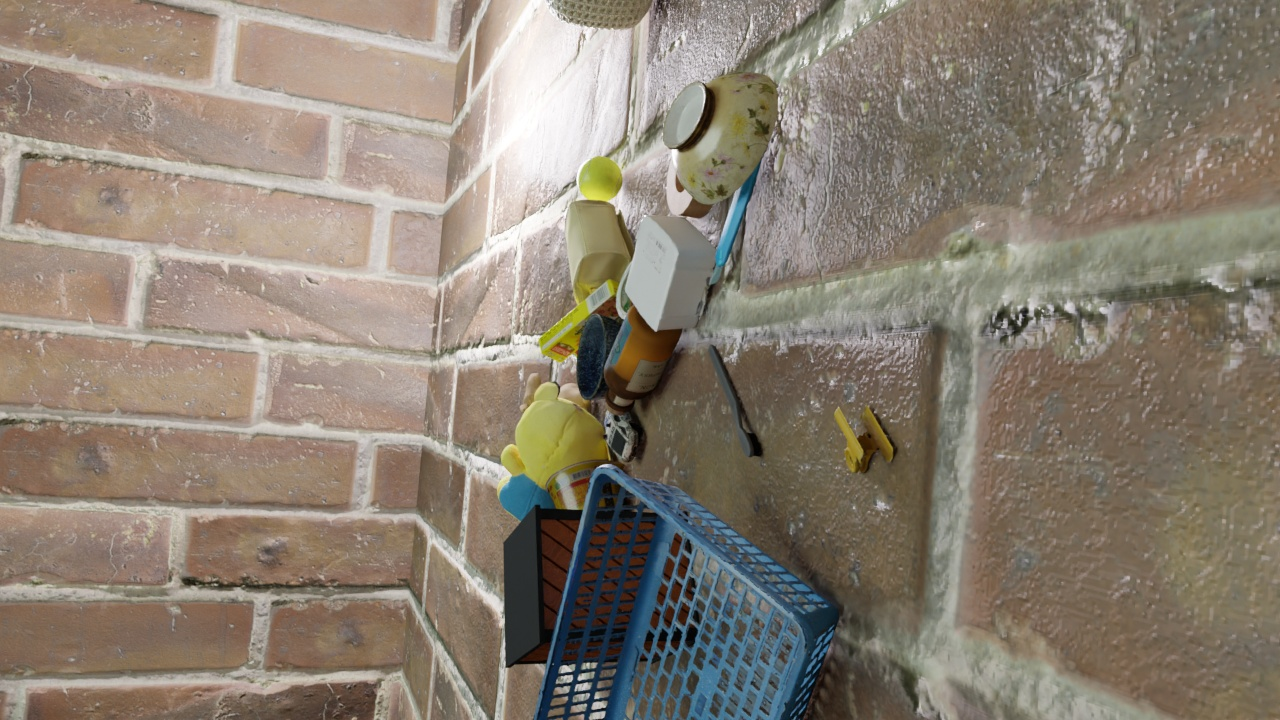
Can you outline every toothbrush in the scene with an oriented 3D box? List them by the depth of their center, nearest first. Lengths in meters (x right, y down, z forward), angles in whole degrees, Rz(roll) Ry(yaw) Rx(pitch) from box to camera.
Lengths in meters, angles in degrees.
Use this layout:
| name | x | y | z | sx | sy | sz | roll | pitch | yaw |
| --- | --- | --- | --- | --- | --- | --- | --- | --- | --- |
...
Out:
| name | x | y | z | sx | sy | sz | roll | pitch | yaw |
| --- | --- | --- | --- | --- | --- | --- | --- | --- | --- |
| toothbrush | 0.091 | 0.037 | 0.920 | 0.167 | 0.013 | 0.013 | -108 | 31 | -49 |

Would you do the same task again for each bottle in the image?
| name | x | y | z | sx | sy | sz | roll | pitch | yaw |
| --- | --- | --- | --- | --- | --- | --- | --- | --- | --- |
| bottle | -0.007 | 0.006 | 1.104 | 0.067 | 0.067 | 0.157 | -104 | 28 | -42 |

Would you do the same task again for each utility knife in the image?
| name | x | y | z | sx | sy | sz | roll | pitch | yaw |
| --- | --- | --- | --- | --- | --- | --- | --- | --- | --- |
| utility knife | 0.100 | -0.157 | 0.934 | 0.031 | 0.015 | 0.175 | -122 | 48 | -62 |

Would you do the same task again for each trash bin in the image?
| name | x | y | z | sx | sy | sz | roll | pitch | yaw |
| --- | --- | --- | --- | --- | --- | --- | --- | --- | --- |
| trash bin | -0.048 | 0.250 | 1.003 | 0.140 | 0.171 | 0.139 | 129 | 142 | -55 |

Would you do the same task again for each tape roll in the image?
| name | x | y | z | sx | sy | sz | roll | pitch | yaw |
| --- | --- | --- | --- | --- | --- | --- | --- | --- | --- |
| tape roll | 0.060 | -0.209 | 1.040 | 0.094 | 0.027 | 0.094 | -175 | 90 | -69 |
| tape roll | 0.003 | -0.091 | 1.139 | 0.094 | 0.018 | 0.093 | -36 | 44 | 44 |

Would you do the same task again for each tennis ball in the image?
| name | x | y | z | sx | sy | sz | roll | pitch | yaw |
| --- | --- | --- | --- | --- | --- | --- | --- | --- | --- |
| tennis ball | -0.058 | -0.258 | 1.310 | 0.065 | 0.065 | 0.065 | -175 | 91 | -69 |

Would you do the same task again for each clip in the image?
| name | x | y | z | sx | sy | sz | roll | pitch | yaw |
| --- | --- | --- | --- | --- | --- | --- | --- | --- | --- |
| clip | 0.169 | 0.063 | 0.699 | 0.048 | 0.046 | 0.054 | -37 | 39 | 14 |

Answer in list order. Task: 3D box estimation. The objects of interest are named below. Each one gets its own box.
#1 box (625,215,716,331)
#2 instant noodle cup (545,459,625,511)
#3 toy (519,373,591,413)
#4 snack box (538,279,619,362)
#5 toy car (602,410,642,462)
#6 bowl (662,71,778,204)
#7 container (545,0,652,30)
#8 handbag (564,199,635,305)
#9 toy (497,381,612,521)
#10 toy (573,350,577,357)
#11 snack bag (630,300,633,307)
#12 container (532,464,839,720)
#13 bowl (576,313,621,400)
| name | x | y | z | sx | sy | sz | roll | pitch | yaw |
| --- | --- | --- | --- | --- | --- | --- | --- | --- | --- |
| box | 0.051 | -0.099 | 1.030 | 0.102 | 0.095 | 0.107 | 53 | 139 | 45 |
| instant noodle cup | -0.063 | 0.200 | 1.176 | 0.101 | 0.100 | 0.112 | 122 | 139 | -49 |
| toy | -0.118 | 0.066 | 1.341 | 0.105 | 0.108 | 0.134 | -80 | 3 | -71 |
| snack box | -0.076 | -0.053 | 1.255 | 0.148 | 0.040 | 0.028 | -37 | 49 | 27 |
| toy car | -0.030 | 0.087 | 1.182 | 0.112 | 0.040 | 0.048 | -121 | 42 | -58 |
| bowl | 0.068 | -0.237 | 0.929 | 0.146 | 0.063 | 0.145 | -35 | 45 | 44 |
| container | -0.052 | -0.569 | 1.233 | 0.143 | 0.184 | 0.251 | 114 | 157 | -66 |
| handbag | -0.062 | -0.149 | 1.283 | 0.111 | 0.081 | 0.119 | 107 | 156 | -46 |
| toy | -0.121 | 0.149 | 1.276 | 0.214 | 0.149 | 0.083 | -64 | -1 | 28 |
| toy | -0.065 | -0.022 | 1.298 | 0.092 | 0.043 | 0.117 | -55 | 38 | 34 |
| snack bag | -0.004 | -0.076 | 1.184 | 0.026 | 0.020 | 0.099 | -65 | 27 | 28 |
| container | 0.031 | 0.297 | 0.811 | 0.257 | 0.089 | 0.363 | 33 | 118 | 41 |
| bowl | -0.039 | -0.001 | 1.202 | 0.114 | 0.060 | 0.114 | -174 | 90 | -68 |
